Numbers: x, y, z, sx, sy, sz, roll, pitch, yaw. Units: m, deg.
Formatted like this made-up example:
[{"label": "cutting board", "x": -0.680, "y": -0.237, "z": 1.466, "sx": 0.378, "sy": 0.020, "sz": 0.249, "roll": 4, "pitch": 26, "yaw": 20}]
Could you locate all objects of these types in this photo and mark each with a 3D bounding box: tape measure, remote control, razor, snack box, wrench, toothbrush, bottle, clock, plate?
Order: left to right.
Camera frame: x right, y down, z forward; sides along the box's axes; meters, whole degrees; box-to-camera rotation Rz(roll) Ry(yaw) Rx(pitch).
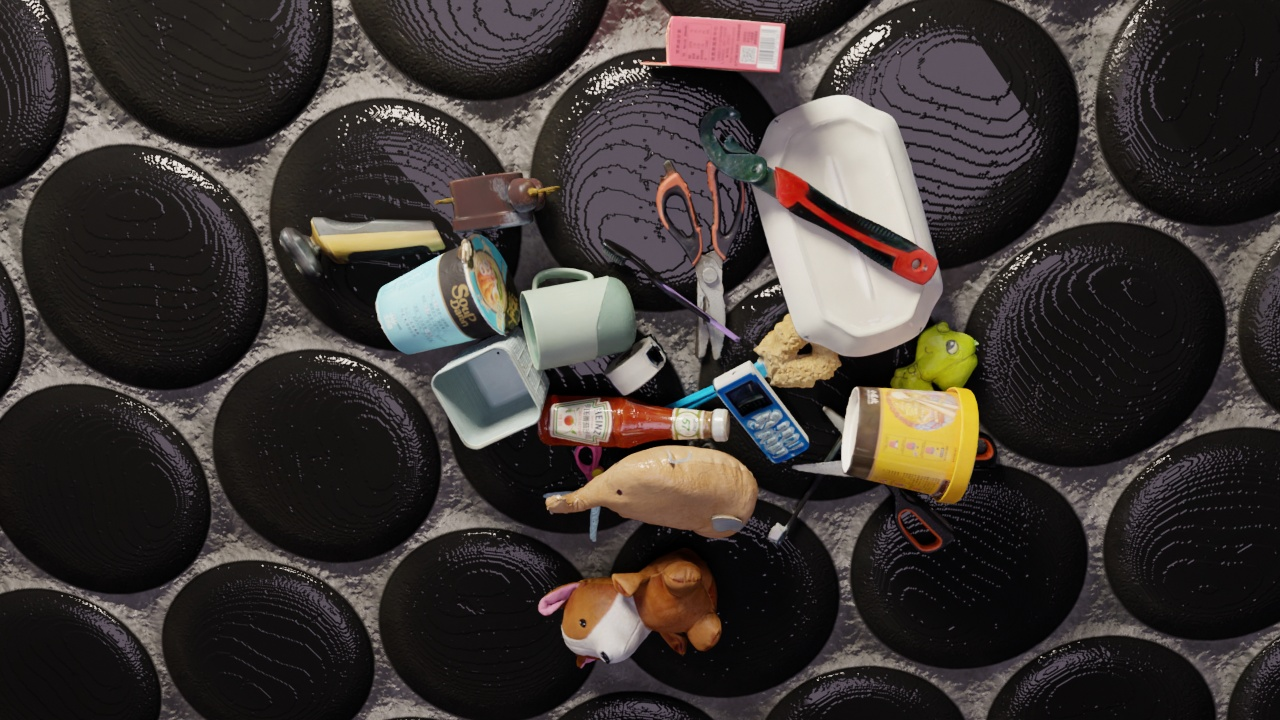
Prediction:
[{"label": "razor", "x": -0.290, "y": -0.121, "z": 0.966, "sx": 0.167, "sy": 0.062, "sz": 0.067, "roll": -5, "pitch": 75, "yaw": -1}, {"label": "clock", "x": -0.140, "y": -0.162, "z": 0.930, "sx": 0.122, "sy": 0.082, "sz": 0.055, "roll": -7, "pitch": 100, "yaw": 7}, {"label": "bottle", "x": -0.008, "y": 0.067, "z": 0.989, "sx": 0.206, "sy": 0.059, "sz": 0.060, "roll": 1, "pitch": 107, "yaw": 13}, {"label": "tape measure", "x": -0.006, "y": 0.006, "z": 0.982, "sx": 0.066, "sy": 0.066, "sz": 0.033, "roll": -38, "pitch": 101, "yaw": 13}, {"label": "toothbrush", "x": 0.036, "y": -0.068, "z": 0.974, "sx": 0.189, "sy": 0.014, "sz": 0.017, "roll": 36, "pitch": 125, "yaw": -1}, {"label": "snack box", "x": 0.066, "y": -0.296, "z": 0.860, "sx": 0.127, "sy": 0.113, "sz": 0.044, "roll": 4, "pitch": 109, "yaw": 1}, {"label": "remote control", "x": 0.130, "y": 0.057, "z": 0.981, "sx": 0.049, "sy": 0.024, "sz": 0.125, "roll": -29, "pitch": 117, "yaw": 22}, {"label": "toothbrush", "x": 0.196, "y": 0.136, "z": 1.039, "sx": 0.018, "sy": 0.015, "sz": 0.181, "roll": 31, "pitch": 107, "yaw": 3}, {"label": "wrench", "x": 0.171, "y": -0.155, "z": 0.895, "sx": 0.273, "sy": 0.016, "sz": 0.056, "roll": 34, "pitch": 97, "yaw": -3}, {"label": "plate", "x": 0.210, "y": -0.133, "z": 0.923, "sx": 0.162, "sy": 0.034, "sz": 0.266, "roll": -17, "pitch": 97, "yaw": 3}]

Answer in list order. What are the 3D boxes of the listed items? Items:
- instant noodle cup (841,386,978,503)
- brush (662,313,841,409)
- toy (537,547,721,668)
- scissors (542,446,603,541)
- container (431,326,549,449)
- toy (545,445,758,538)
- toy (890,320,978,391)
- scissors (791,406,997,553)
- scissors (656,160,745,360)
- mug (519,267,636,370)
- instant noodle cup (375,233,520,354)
[{"label": "instant noodle cup", "x": 0.272, "y": 0.081, "z": 0.943, "sx": 0.114, "sy": 0.118, "sz": 0.118, "roll": 7, "pitch": 107, "yaw": 5}, {"label": "brush", "x": 0.101, "y": 0.026, "z": 1.001, "sx": 0.255, "sy": 0.045, "sz": 0.083, "roll": -27, "pitch": 107, "yaw": 15}, {"label": "toy", "x": -0.009, "y": 0.293, "z": 1.050, "sx": 0.200, "sy": 0.130, "sz": 0.140, "roll": -15, "pitch": 112, "yaw": 17}, {"label": "scissors", "x": -0.046, "y": 0.152, "z": 1.057, "sx": 0.134, "sy": 0.017, "sz": 0.133, "roll": 4, "pitch": 112, "yaw": 1}, {"label": "container", "x": -0.152, "y": 0.024, "z": 0.972, "sx": 0.090, "sy": 0.111, "sz": 0.090, "roll": -24, "pitch": 104, "yaw": 9}, {"label": "toy", "x": 0.015, "y": 0.140, "z": 0.987, "sx": 0.226, "sy": 0.082, "sz": 0.144, "roll": 10, "pitch": 136, "yaw": -14}, {"label": "toy", "x": 0.319, "y": 0.010, "z": 0.986, "sx": 0.100, "sy": 0.031, "sz": 0.097, "roll": -30, "pitch": 107, "yaw": 15}, {"label": "scissors", "x": 0.291, "y": 0.122, "z": 1.022, "sx": 0.228, "sy": 0.021, "sz": 0.221, "roll": -26, "pitch": 106, "yaw": 6}, {"label": "scissors", "x": 0.060, "y": -0.108, "z": 0.971, "sx": 0.199, "sy": 0.015, "sz": 0.205, "roll": 36, "pitch": 105, "yaw": -9}, {"label": "mug", "x": -0.068, "y": -0.052, "z": 0.958, "sx": 0.106, "sy": 0.111, "sz": 0.082, "roll": -13, "pitch": 150, "yaw": -13}, {"label": "instant noodle cup", "x": -0.205, "y": -0.062, "z": 0.957, "sx": 0.121, "sy": 0.111, "sz": 0.111, "roll": -17, "pitch": 106, "yaw": 16}]
